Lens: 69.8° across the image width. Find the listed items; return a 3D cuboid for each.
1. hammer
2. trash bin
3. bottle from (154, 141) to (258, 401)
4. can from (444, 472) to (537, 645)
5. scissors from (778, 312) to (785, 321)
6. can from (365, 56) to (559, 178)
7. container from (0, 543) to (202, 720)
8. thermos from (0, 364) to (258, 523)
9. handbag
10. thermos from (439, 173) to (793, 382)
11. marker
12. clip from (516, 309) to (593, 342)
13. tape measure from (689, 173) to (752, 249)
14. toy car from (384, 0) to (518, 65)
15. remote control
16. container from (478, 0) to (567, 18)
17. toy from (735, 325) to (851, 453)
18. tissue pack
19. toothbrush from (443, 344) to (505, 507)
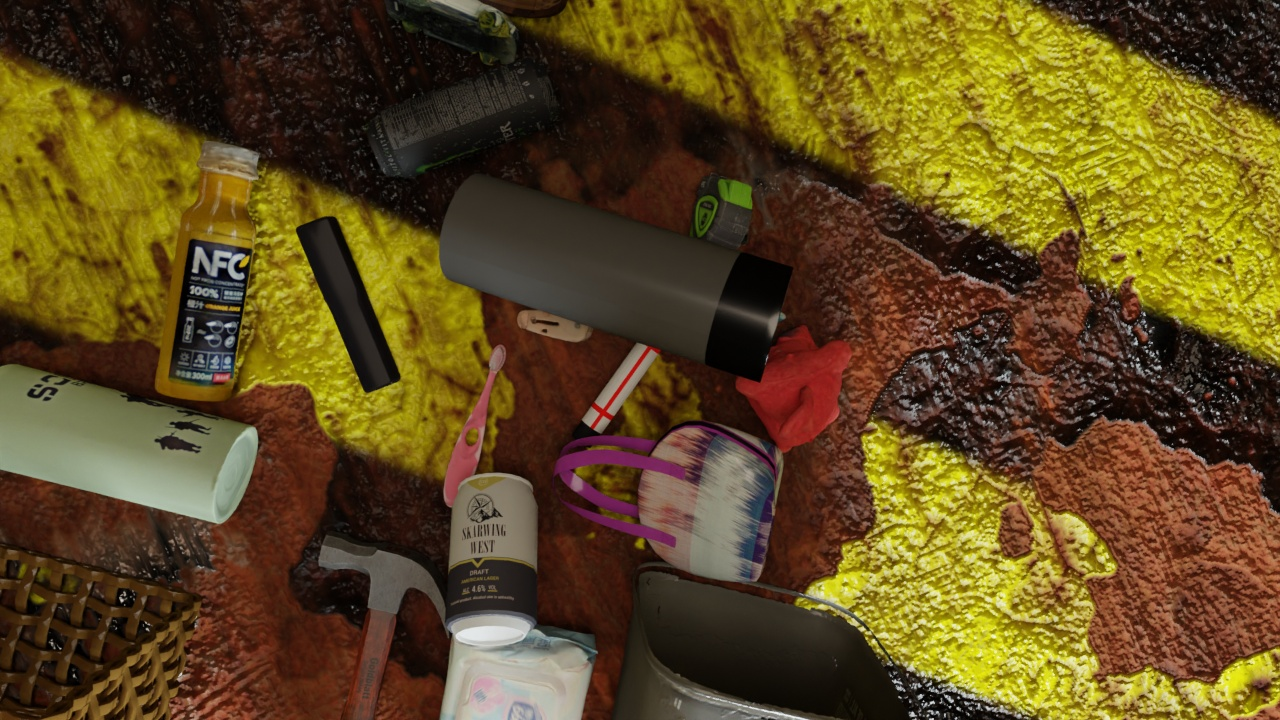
[{"bbox_3d":[-0.224,0.292,0.724,0.111,0.028,0.300,14,94,-4],"label":"hammer"},{"bbox_3d":[0.062,0.299,0.669,0.197,0.197,0.220,15,99,-6],"label":"trash bin"},{"bbox_3d":[-0.316,-0.065,0.677,0.053,0.053,0.186,10,94,-5],"label":"bottle"},{"bbox_3d":[-0.109,0.141,0.681,0.064,0.064,0.127,-1,58,-4],"label":"can"},{"bbox_3d":[0.058,-0.061,0.709,0.135,0.066,0.015,23,65,-20],"label":"scissors"},{"bbox_3d":[-0.130,-0.179,0.680,0.137,0.054,0.054,-20,95,-2],"label":"can"},{"bbox_3d":[-0.482,0.260,0.607,0.251,0.219,0.214,16,93,-5],"label":"container"},{"bbox_3d":[-0.410,0.056,0.672,0.231,0.082,0.082,15,93,-5],"label":"thermos"},{"bbox_3d":[0.017,0.101,0.696,0.170,0.067,0.145,11,123,9],"label":"handbag"},{"bbox_3d":[-0.016,-0.060,0.650,0.240,0.082,0.082,18,93,12],"label":"thermos"},{"bbox_3d":[-0.005,0.005,0.720,0.019,0.019,0.145,35,91,-6],"label":"marker"},{"bbox_3d":[-0.065,-0.028,0.705,0.060,0.039,0.024,5,92,-10],"label":"clip"},{"bbox_3d":[0.064,-0.108,0.695,0.036,0.065,0.059,15,102,-19],"label":"tape measure"},{"bbox_3d":[-0.138,-0.255,0.678,0.105,0.048,0.033,22,73,-5],"label":"toy car"},{"bbox_3d":[-0.224,-0.042,0.704,0.032,0.015,0.136,-21,96,-2],"label":"remote control"},{"bbox_3d":[-0.087,-0.350,0.639,0.132,0.132,0.167,19,87,-5],"label":"container"},{"bbox_3d":[0.123,0.035,0.682,0.088,0.132,0.094,-19,105,8],"label":"toy"},{"bbox_3d":[-0.103,0.289,0.710,0.112,0.070,0.182,11,94,-3],"label":"tissue pack"},{"bbox_3d":[-0.129,0.052,0.717,0.021,0.016,0.135,18,93,-5],"label":"toothbrush"}]
